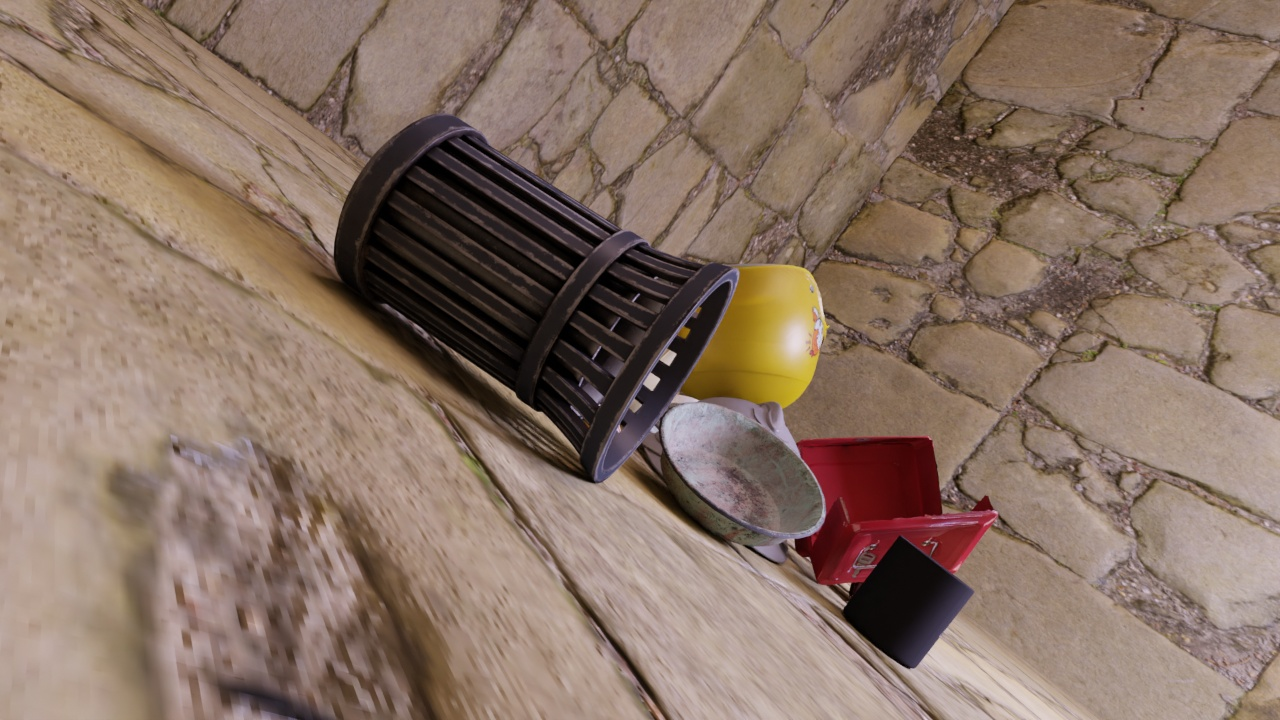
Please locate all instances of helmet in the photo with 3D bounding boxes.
[{"bbox_3d":[0.103,0.092,0.920,0.183,0.118,0.271,37,3,-4],"label":"helmet"},{"bbox_3d":[0.122,0.000,1.130,0.209,0.139,0.240,0,-40,17],"label":"helmet"}]

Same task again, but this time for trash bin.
[{"bbox_3d":[-0.075,-0.051,0.618,0.227,0.164,0.164,33,1,10],"label":"trash bin"}]

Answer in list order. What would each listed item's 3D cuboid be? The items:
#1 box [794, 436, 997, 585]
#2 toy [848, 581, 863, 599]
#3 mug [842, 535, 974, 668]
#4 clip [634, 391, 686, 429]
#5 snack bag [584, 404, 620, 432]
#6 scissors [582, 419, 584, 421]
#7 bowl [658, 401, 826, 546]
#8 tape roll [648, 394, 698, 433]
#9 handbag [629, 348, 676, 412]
[{"bbox_3d":[0.241,0.139,0.943,0.157,0.154,0.168,-1,44,-11],"label":"box"},{"bbox_3d":[0.257,0.260,0.953,0.090,0.071,0.102,51,29,17],"label":"toy"},{"bbox_3d":[0.239,0.216,0.836,0.078,0.088,0.113,37,2,5],"label":"mug"},{"bbox_3d":[0.033,0.070,1.163,0.125,0.073,0.142,36,9,31],"label":"clip"},{"bbox_3d":[-0.031,0.051,0.753,0.026,0.020,0.099,37,13,-21],"label":"snack bag"},{"bbox_3d":[-0.087,0.018,0.812,0.174,0.022,0.171,44,6,25],"label":"scissors"},{"bbox_3d":[0.078,0.101,0.769,0.157,0.039,0.157,23,29,-14],"label":"bowl"},{"bbox_3d":[0.047,0.073,1.044,0.093,0.013,0.093,11,-40,9],"label":"tape roll"},{"bbox_3d":[-0.006,0.006,1.016,0.081,0.119,0.111,45,5,16],"label":"handbag"}]
